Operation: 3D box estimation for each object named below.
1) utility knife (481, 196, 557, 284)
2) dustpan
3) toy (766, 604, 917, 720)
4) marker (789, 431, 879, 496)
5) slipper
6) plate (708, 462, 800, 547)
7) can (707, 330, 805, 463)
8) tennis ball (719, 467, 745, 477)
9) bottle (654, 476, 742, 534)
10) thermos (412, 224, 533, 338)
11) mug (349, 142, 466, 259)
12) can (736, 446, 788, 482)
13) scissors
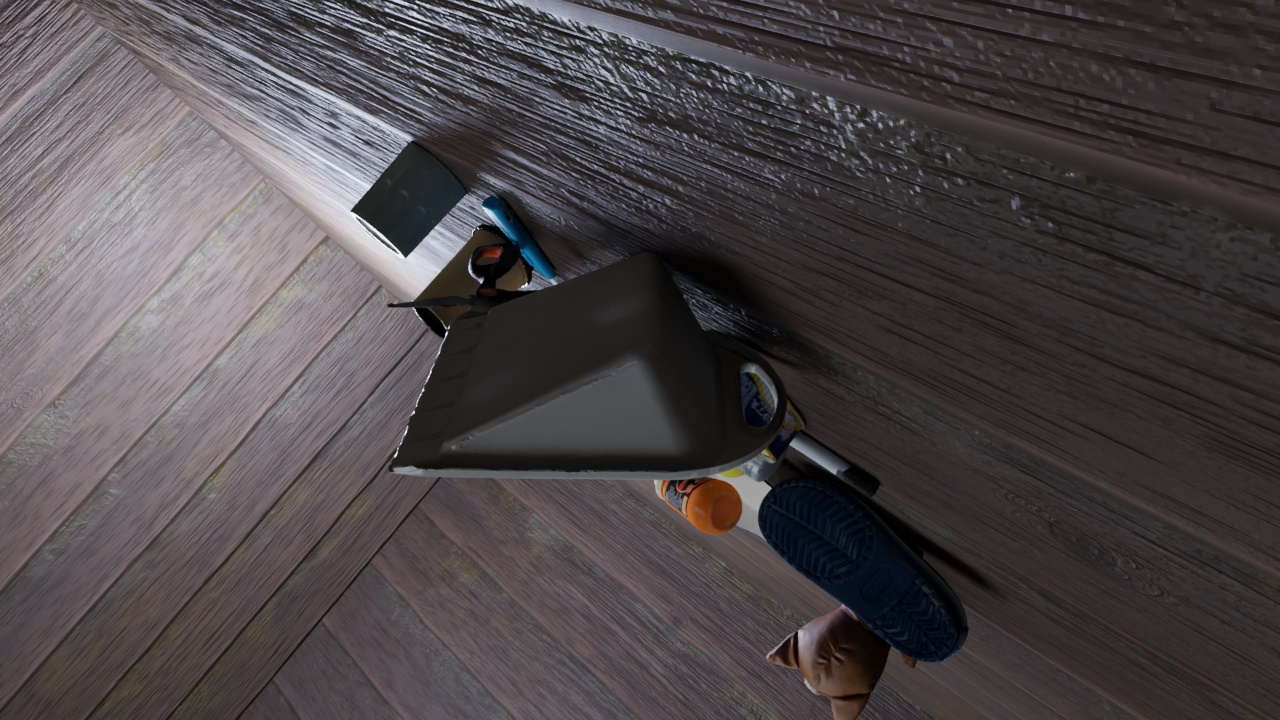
[{"bbox_3d":[-0.118,-0.115,1.037,0.034,0.018,0.223,32,169,32],"label":"utility knife"},{"bbox_3d":[-0.028,0.027,0.731,0.143,0.258,0.222,59,-162,-27],"label":"dustpan"},{"bbox_3d":[0.255,0.314,1.068,0.140,0.199,0.130,34,165,32],"label":"toy"},{"bbox_3d":[0.173,0.091,0.896,0.131,0.018,0.022,34,-177,24],"label":"marker"},{"bbox_3d":[0.243,0.211,0.981,0.253,0.105,0.095,39,-162,31],"label":"slipper"},{"bbox_3d":[0.150,0.171,1.156,0.205,0.045,0.205,31,156,15],"label":"plate"},{"bbox_3d":[0.093,0.036,0.854,0.148,0.049,0.075,45,168,-33],"label":"can"},{"bbox_3d":[0.104,0.101,1.045,0.065,0.065,0.065,38,170,8],"label":"tennis ball"},{"bbox_3d":[0.063,0.169,1.149,0.067,0.066,0.150,45,165,-29],"label":"bottle"},{"bbox_3d":[-0.198,-0.093,1.091,0.093,0.143,0.093,35,156,18],"label":"thermos"},{"bbox_3d":[-0.267,-0.179,1.041,0.083,0.103,0.124,43,168,-22],"label":"mug"},{"bbox_3d":[0.087,0.069,0.993,0.147,0.058,0.058,34,169,26],"label":"can"},{"bbox_3d":[-0.135,-0.071,0.911,0.232,0.022,0.220,3,-151,-16],"label":"scissors"}]
